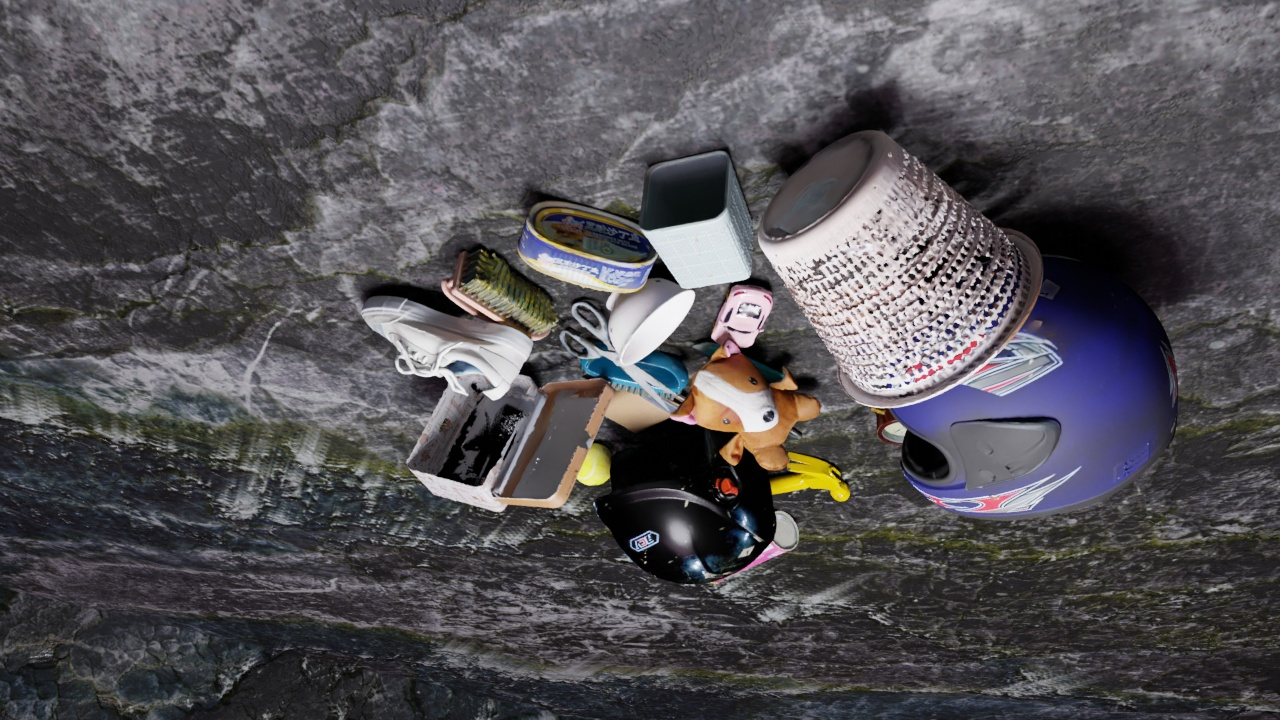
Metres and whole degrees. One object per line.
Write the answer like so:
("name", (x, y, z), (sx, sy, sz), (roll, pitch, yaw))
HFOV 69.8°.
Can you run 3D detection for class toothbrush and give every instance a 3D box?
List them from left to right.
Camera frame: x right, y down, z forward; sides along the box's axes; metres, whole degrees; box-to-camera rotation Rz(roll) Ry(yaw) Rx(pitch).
("toothbrush", (0.165, 0.075, 1.288), (0.181, 0.018, 0.016), (29, 137, -31))

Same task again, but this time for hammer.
("hammer", (0.173, 0.206, 1.463), (0.301, 0.032, 0.129), (-16, 139, 30))

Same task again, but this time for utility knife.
("utility knife", (0.135, 0.004, 1.193), (0.151, 0.013, 0.029), (23, 146, -25))

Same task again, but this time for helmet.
("helmet", (0.069, 0.208, 1.315), (0.234, 0.230, 0.274), (-29, 170, 42))
("helmet", (0.379, 0.019, 0.969), (0.240, 0.246, 0.316), (47, 140, -15))

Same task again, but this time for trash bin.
("trash bin", (0.226, -0.099, 0.869), (0.192, 0.226, 0.228), (42, 135, -22))

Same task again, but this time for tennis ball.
("tennis ball", (-0.073, 0.160, 1.415), (0.065, 0.065, 0.066), (5, 146, 3))

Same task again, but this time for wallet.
("wallet", (0.002, 0.060, 1.286), (0.090, 0.033, 0.116), (31, 141, -26))

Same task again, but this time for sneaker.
("sneaker", (-0.251, -0.012, 1.130), (0.242, 0.090, 0.089), (15, 163, 24))

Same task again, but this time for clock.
("clock", (0.357, 0.079, 1.219), (0.082, 0.055, 0.122), (-16, 141, 30))

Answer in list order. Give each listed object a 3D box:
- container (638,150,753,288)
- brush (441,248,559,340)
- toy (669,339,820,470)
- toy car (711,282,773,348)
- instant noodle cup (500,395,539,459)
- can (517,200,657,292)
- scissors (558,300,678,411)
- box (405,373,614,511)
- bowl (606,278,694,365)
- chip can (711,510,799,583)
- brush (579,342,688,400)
("container", (0.062, -0.137, 0.935), (0.090, 0.090, 0.111), (-7, 146, 21))
("brush", (-0.165, -0.070, 1.102), (0.073, 0.063, 0.145), (-26, 136, 34))
("toy", (0.135, 0.060, 1.156), (0.199, 0.140, 0.130), (35, 175, -37))
("toy car", (0.121, -0.049, 1.097), (0.056, 0.037, 0.123), (12, 147, -4))
("instant noodle cup", (-0.164, 0.129, 1.395), (0.138, 0.060, 0.174), (10, 147, -4))
("can", (-0.056, -0.123, 0.991), (0.148, 0.074, 0.049), (15, 143, -10))
("scissors", (-0.028, -0.007, 1.127), (0.169, 0.014, 0.156), (4, 115, 34))
("box", (-0.162, 0.105, 1.206), (0.261, 0.178, 0.105), (8, 150, 26))
("bowl", (0.000, -0.059, 1.070), (0.065, 0.118, 0.119), (45, 148, 15))
("chip can", (0.184, 0.328, 1.606), (0.071, 0.071, 0.211), (24, 142, -23))
("brush", (-0.007, 0.007, 1.185), (0.144, 0.055, 0.074), (12, 149, -3))
